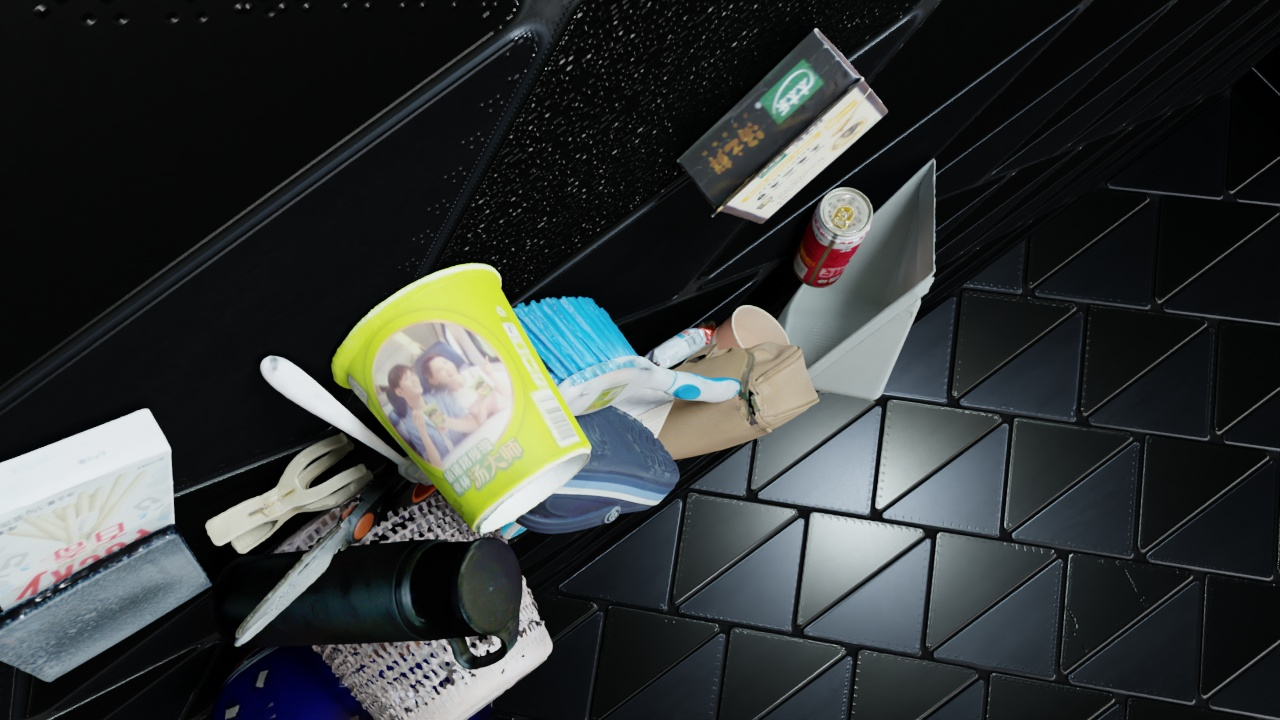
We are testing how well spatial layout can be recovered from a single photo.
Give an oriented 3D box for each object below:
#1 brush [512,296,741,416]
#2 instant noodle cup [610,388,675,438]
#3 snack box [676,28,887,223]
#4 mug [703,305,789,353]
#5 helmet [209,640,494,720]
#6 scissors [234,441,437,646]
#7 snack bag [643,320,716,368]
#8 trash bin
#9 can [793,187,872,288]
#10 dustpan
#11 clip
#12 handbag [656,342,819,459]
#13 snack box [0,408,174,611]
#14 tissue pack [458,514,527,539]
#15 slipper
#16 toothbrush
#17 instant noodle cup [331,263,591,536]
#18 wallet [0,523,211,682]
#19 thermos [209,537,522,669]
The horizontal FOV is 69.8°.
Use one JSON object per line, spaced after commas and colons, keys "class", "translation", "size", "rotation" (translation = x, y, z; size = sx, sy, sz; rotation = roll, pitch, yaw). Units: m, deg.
{"class": "brush", "translation": [-0.004, 0.004, 0.715], "size": [0.061, 0.109, 0.313], "rotation": [-48, 167, 18]}
{"class": "instant noodle cup", "translation": [-0.040, 0.062, 0.847], "size": [0.116, 0.116, 0.124], "rotation": [-21, 148, -50]}
{"class": "snack box", "translation": [0.091, -0.139, 0.572], "size": [0.113, 0.053, 0.125], "rotation": [-41, 166, 20]}
{"class": "mug", "translation": [0.111, 0.013, 1.049], "size": [0.081, 0.114, 0.106], "rotation": [10, 143, -32]}
{"class": "helmet", "translation": [-0.319, 0.382, 0.945], "size": [0.316, 0.247, 0.240], "rotation": [-36, 140, 10]}
{"class": "scissors", "translation": [-0.175, 0.083, 0.583], "size": [0.234, 0.022, 0.139], "rotation": [-33, 144, -66]}
{"class": "snack bag", "translation": [0.034, -0.010, 0.946], "size": [0.105, 0.026, 0.045], "rotation": [-31, -168, -30]}
{"class": "trash bin", "translation": [-0.188, 0.216, 0.799], "size": [0.227, 0.192, 0.228], "rotation": [-35, 167, -9]}
{"class": "can", "translation": [0.188, -0.119, 0.904], "size": [0.053, 0.053, 0.133], "rotation": [-34, 167, -10]}
{"class": "dustpan", "translation": [0.221, -0.071, 1.021], "size": [0.222, 0.143, 0.258], "rotation": [-71, 170, -46]}
{"class": "clip", "translation": [-0.226, 0.087, 0.591], "size": [0.100, 0.035, 0.074], "rotation": [-32, 167, -12]}
{"class": "handbag", "translation": [0.070, 0.040, 0.942], "size": [0.205, 0.100, 0.147], "rotation": [-20, -177, 31]}
{"class": "snack box", "translation": [-0.278, 0.084, 0.454], "size": [0.084, 0.027, 0.157], "rotation": [-27, 164, -36]}
{"class": "tissue pack", "translation": [-0.127, 0.141, 0.981], "size": [0.140, 0.063, 0.089], "rotation": [-45, 165, 34]}
{"class": "slipper", "translation": [-0.065, 0.074, 0.685], "size": [0.095, 0.105, 0.252], "rotation": [-49, 150, 14]}
{"class": "toothbrush", "translation": [-0.162, 0.040, 0.527], "size": [0.016, 0.016, 0.180], "rotation": [-66, 157, -19]}
{"class": "instant noodle cup", "translation": [-0.094, 0.028, 0.519], "size": [0.111, 0.123, 0.112], "rotation": [-35, 168, -9]}
{"class": "wallet", "translation": [-0.288, 0.131, 0.495], "size": [0.097, 0.019, 0.121], "rotation": [-32, 168, -27]}
{"class": "thermos", "translation": [-0.188, 0.170, 0.624], "size": [0.243, 0.090, 0.068], "rotation": [-11, -168, 32]}
